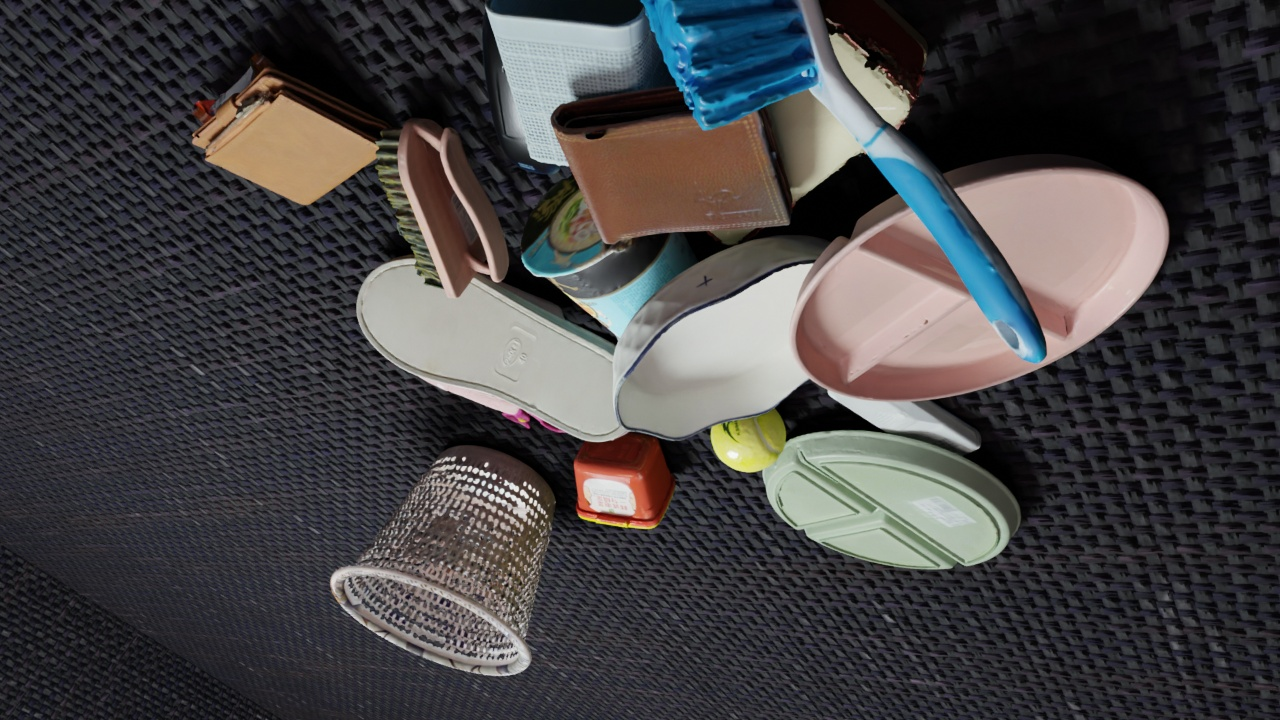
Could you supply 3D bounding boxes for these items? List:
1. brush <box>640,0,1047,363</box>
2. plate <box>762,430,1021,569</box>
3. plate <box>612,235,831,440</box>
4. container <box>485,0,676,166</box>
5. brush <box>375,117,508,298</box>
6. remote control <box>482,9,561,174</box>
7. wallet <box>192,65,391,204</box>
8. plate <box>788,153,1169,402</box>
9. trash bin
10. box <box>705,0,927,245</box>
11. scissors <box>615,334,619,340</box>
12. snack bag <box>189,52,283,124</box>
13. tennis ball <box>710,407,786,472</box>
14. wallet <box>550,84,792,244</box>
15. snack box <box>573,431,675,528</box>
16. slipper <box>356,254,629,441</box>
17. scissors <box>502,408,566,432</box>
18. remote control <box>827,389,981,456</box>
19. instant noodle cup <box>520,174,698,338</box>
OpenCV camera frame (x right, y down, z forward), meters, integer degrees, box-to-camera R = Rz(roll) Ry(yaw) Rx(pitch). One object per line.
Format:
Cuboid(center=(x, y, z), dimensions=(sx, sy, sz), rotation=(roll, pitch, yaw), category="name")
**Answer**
Cuboid(center=(0.077, -0.128, 0.431), dimensions=(0.109, 0.314, 0.060), rotation=(-18, 167, -6), category="brush")
Cuboid(center=(0.221, 0.134, 0.833), dimensions=(0.230, 0.027, 0.231), rotation=(15, 150, 9), category="plate")
Cuboid(center=(0.070, -0.016, 0.648), dimensions=(0.204, 0.045, 0.205), rotation=(-20, 152, -11), category="plate")
Cuboid(center=(-0.027, -0.178, 0.545), dimensions=(0.090, 0.089, 0.112), rotation=(12, 144, 15), category="container")
Cuboid(center=(-0.148, -0.119, 0.700), dimensions=(0.073, 0.063, 0.146), rotation=(11, 140, 21), category="brush")
Cuboid(center=(-0.080, -0.178, 0.624), dimensions=(0.053, 0.024, 0.137), rotation=(14, 142, 13), category="remote control")
Cuboid(center=(-0.268, -0.168, 0.704), dimensions=(0.132, 0.031, 0.107), rotation=(-18, 151, 41), category="wallet")
Cuboid(center=(0.204, -0.044, 0.575), dimensions=(0.229, 0.028, 0.230), rotation=(-5, 146, -4), category="plate")
Cuboid(center=(-0.195, 0.211, 1.019), dimensions=(0.227, 0.191, 0.228), rotation=(14, 142, 11), category="trash bin")
Cuboid(center=(0.081, -0.138, 0.547), dimensions=(0.091, 0.076, 0.169), rotation=(35, 142, -16), category="box")
Cuboid(center=(-0.001, 0.005, 0.818), dimensions=(0.176, 0.012, 0.163), rotation=(16, 143, 9), category="scissors")
Cuboid(center=(-0.304, -0.200, 0.709), dimensions=(0.104, 0.026, 0.048), rotation=(-13, 139, 37), category="snack bag")
Cuboid(center=(0.094, 0.064, 0.799), dimensions=(0.065, 0.065, 0.066), rotation=(14, 142, 11), category="tennis ball")
Cuboid(center=(0.020, -0.108, 0.525), dimensions=(0.125, 0.032, 0.101), rotation=(-2, 148, 21), category="wallet")
Cuboid(center=(-0.019, 0.117, 0.912), dimensions=(0.091, 0.081, 0.080), rotation=(5, 130, 21), category="snack box")
Cuboid(center=(-0.119, -0.012, 0.793), dimensions=(0.274, 0.054, 0.114), rotation=(22, 102, 12), category="slipper")
Cuboid(center=(-0.109, 0.045, 0.893), dimensions=(0.093, 0.017, 0.137), rotation=(14, 160, 9), category="scissors")
Cuboid(center=(0.213, 0.044, 0.748), dimensions=(0.125, 0.024, 0.049), rotation=(31, 144, -12), category="remote control")
Cuboid(center=(-0.008, -0.068, 0.662), dimensions=(0.111, 0.111, 0.120), rotation=(-7, 141, 33), category="instant noodle cup")
